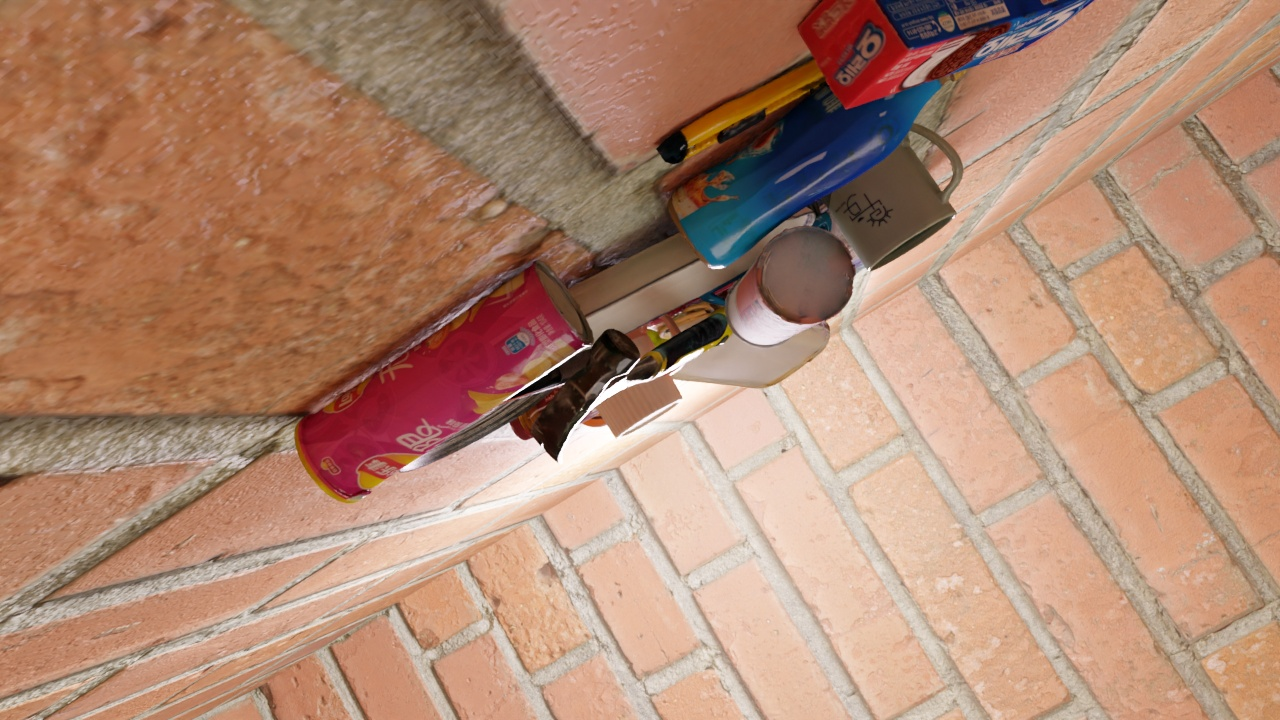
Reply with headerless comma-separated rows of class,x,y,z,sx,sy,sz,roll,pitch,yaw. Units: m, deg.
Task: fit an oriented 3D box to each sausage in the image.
sausage,0.063,-0.071,0.993,0.155,0.020,0.020,-27,170,-23

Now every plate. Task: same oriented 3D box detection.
plate,0.017,-0.068,0.757,0.266,0.034,0.162,-27,173,0
plate,-0.165,0.057,0.915,0.179,0.024,0.179,-30,173,-4

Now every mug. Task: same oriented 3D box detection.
mug,-0.005,0.005,0.902,0.115,0.106,0.081,-34,171,20
mug,0.205,-0.147,0.753,0.082,0.106,0.112,-20,167,-47

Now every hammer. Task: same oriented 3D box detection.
hammer,0.010,0.002,0.757,0.126,0.032,0.322,-49,170,25

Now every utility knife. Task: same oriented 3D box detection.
utility knife,0.083,-0.162,0.562,0.167,0.015,0.033,-30,174,-7

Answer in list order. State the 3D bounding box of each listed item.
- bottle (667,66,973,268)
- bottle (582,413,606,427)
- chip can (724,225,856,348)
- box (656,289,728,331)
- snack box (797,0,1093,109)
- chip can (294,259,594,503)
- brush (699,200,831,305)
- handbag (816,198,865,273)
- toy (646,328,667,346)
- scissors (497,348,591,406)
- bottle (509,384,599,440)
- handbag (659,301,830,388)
bottle,0.123,-0.145,0.622,0.219,0.065,0.065,-33,171,15
bottle,-0.032,0.021,1.066,0.066,0.066,0.150,-24,161,-39
chip can,0.112,-0.053,0.728,0.071,0.071,0.215,-31,177,-2
box,0.110,-0.047,1.094,0.169,0.077,0.091,-36,170,28
snack box,0.188,-0.205,0.536,0.207,0.057,0.058,-26,173,-33
chip can,-0.136,0.016,0.638,0.211,0.071,0.071,-33,171,10
brush,0.117,-0.095,0.861,0.144,0.073,0.055,-31,179,3
handbag,0.221,-0.140,0.960,0.134,0.075,0.193,-37,171,20
toy,0.020,-0.007,1.068,0.100,0.096,0.031,0,-126,44
scissors,-0.128,0.031,0.750,0.227,0.021,0.198,-18,179,4
bottle,-0.066,0.038,1.007,0.175,0.057,0.057,-26,174,23
handbag,0.125,-0.036,0.971,0.163,0.063,0.179,6,151,-35
